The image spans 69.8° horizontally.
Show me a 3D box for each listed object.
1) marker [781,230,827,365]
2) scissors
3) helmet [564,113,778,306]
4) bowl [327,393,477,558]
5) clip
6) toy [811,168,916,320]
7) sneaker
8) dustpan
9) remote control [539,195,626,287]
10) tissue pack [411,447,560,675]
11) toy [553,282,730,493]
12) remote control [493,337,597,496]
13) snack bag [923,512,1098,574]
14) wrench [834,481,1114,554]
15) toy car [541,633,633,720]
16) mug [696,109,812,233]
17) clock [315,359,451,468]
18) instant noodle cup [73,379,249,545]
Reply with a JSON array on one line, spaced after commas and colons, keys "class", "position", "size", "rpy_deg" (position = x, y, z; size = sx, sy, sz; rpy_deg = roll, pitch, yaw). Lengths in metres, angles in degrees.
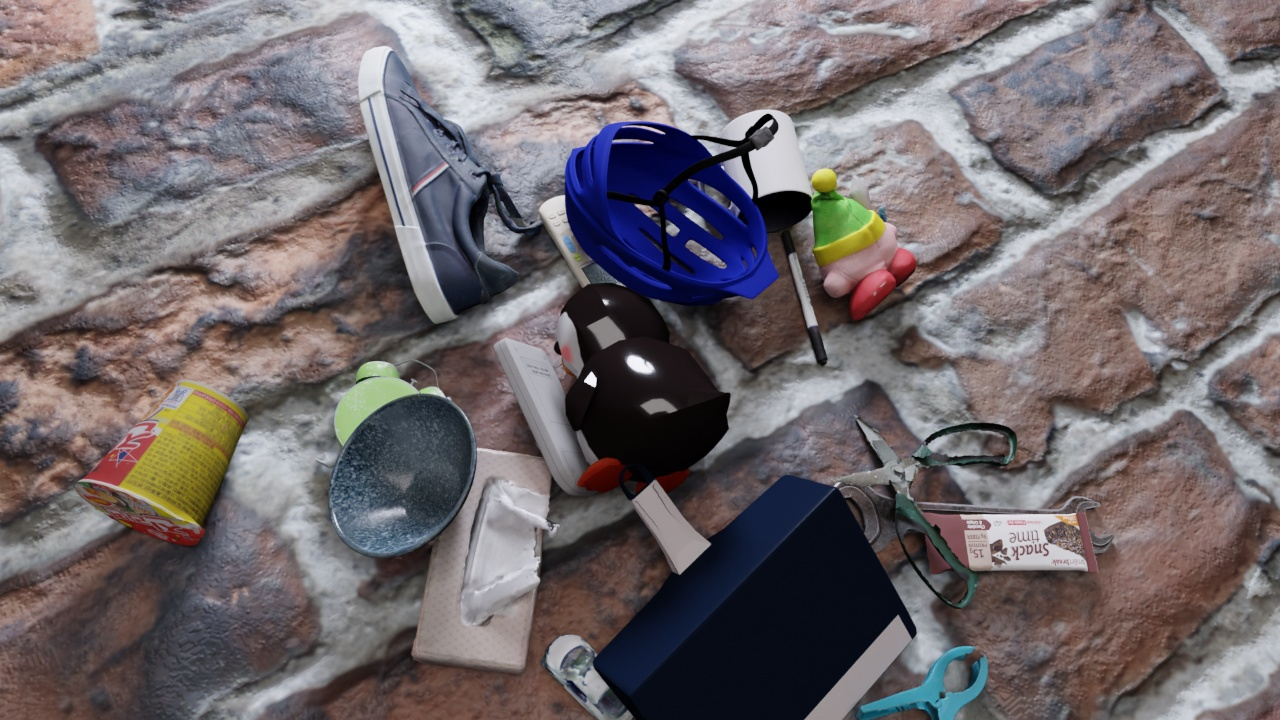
[{"class": "marker", "position": [0.164, -0.065, 0.921], "size": [0.011, 0.011, 0.152], "rpy_deg": [-8, 68, -10]}, {"class": "scissors", "position": [0.279, 0.117, 0.837], "size": [0.205, 0.015, 0.201], "rpy_deg": [-17, 57, -18]}, {"class": "helmet", "position": [0.032, -0.158, 0.828], "size": [0.241, 0.228, 0.147], "rpy_deg": [43, 59, 12]}, {"class": "bowl", "position": [-0.179, 0.100, 0.744], "size": [0.137, 0.057, 0.136], "rpy_deg": [-11, 60, 19]}, {"class": "clip", "position": [0.253, 0.289, 0.764], "size": [0.116, 0.026, 0.097], "rpy_deg": [-37, 68, -24]}, {"class": "toy", "position": [0.214, -0.125, 0.905], "size": [0.124, 0.097, 0.131], "rpy_deg": [-38, 78, -23]}, {"class": "sneaker", "position": [-0.183, -0.185, 0.884], "size": [0.127, 0.121, 0.294], "rpy_deg": [-21, 73, -1]}, {"class": "dustpan", "position": [0.074, 0.197, 0.751], "size": [0.235, 0.080, 0.273], "rpy_deg": [-40, 112, -20]}, {"class": "remote control", "position": [-0.058, -0.110, 0.912], "size": [0.038, 0.018, 0.125], "rpy_deg": [-27, 73, -16]}, {"class": "tissue pack", "position": [-0.122, 0.161, 0.763], "size": [0.104, 0.071, 0.181], "rpy_deg": [9, 62, -2]}, {"class": "toy", "position": [-0.005, 0.004, 0.803], "size": [0.159, 0.140, 0.184], "rpy_deg": [13, 43, -47]}, {"class": "remote control", "position": [-0.080, 0.051, 0.811], "size": [0.019, 0.074, 0.151], "rpy_deg": [-33, 71, 15]}, {"class": "snack bag", "position": [0.334, 0.164, 0.828], "size": [0.158, 0.013, 0.057], "rpy_deg": [2, 68, -6]}, {"class": "wrench", "position": [0.304, 0.147, 0.846], "size": [0.273, 0.010, 0.070], "rpy_deg": [3, 66, -5]}, {"class": "toy car", "position": [-0.040, 0.260, 0.748], "size": [0.090, 0.027, 0.038], "rpy_deg": [40, 70, 11]}, {"class": "mug", "position": [0.112, -0.187, 0.939], "size": [0.112, 0.078, 0.096], "rpy_deg": [-17, 67, 17]}, {"class": "clock", "position": [-0.221, 0.052, 0.809], "size": [0.094, 0.043, 0.119], "rpy_deg": [25, 66, 4]}, {"class": "instant noodle cup", "position": [-0.385, 0.079, 0.756], "size": [0.100, 0.101, 0.112], "rpy_deg": [18, 58, 1]}]
